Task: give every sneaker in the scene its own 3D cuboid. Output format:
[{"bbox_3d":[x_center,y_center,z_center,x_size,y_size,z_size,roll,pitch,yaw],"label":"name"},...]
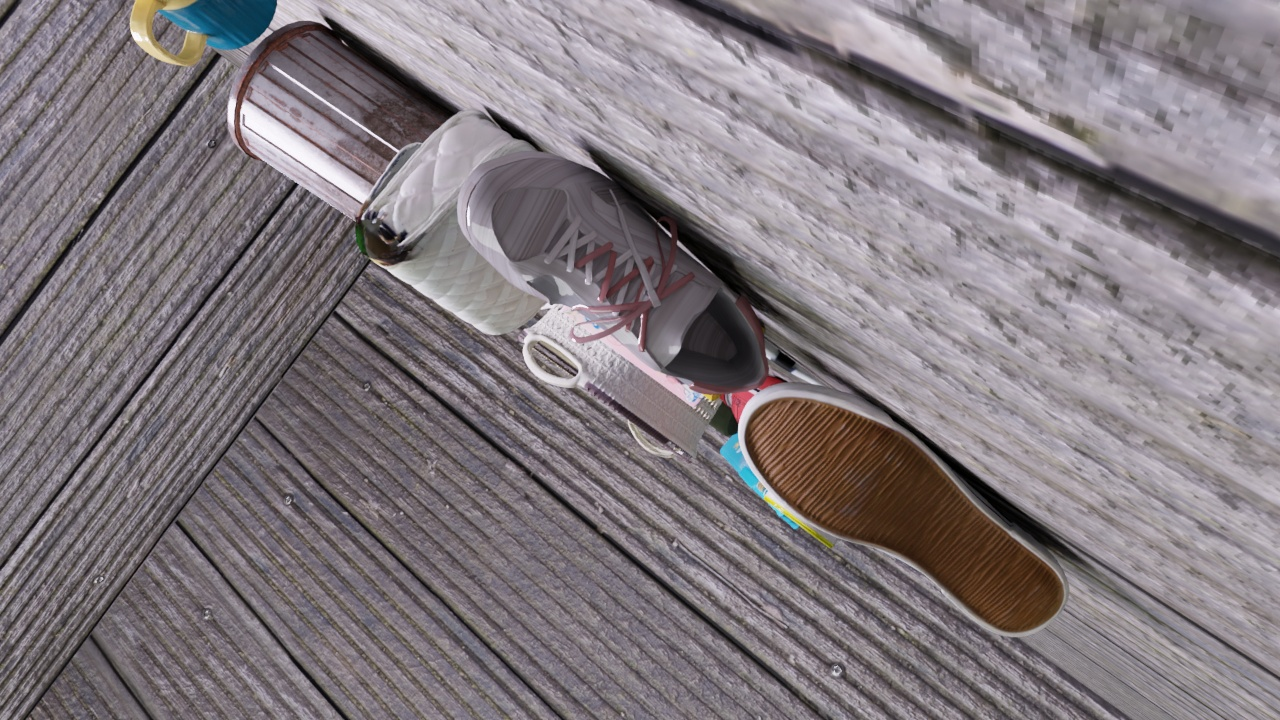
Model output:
[{"bbox_3d":[0.201,0.105,0.741,0.294,0.121,0.127,33,-162,-10],"label":"sneaker"},{"bbox_3d":[-0.002,-0.046,0.571,0.236,0.099,0.089,30,-177,-33],"label":"sneaker"}]

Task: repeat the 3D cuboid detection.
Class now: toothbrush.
[{"bbox_3d":[0.107,-0.003,0.745,0.187,0.017,0.012,36,147,3],"label":"toothbrush"}]

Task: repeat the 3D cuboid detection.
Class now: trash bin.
[{"bbox_3d":[-0.237,-0.186,0.783,0.211,0.131,0.131,34,177,9],"label":"trash bin"}]

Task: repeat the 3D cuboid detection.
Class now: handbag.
[{"bbox_3d":[-0.123,-0.102,0.720,0.072,0.139,0.195,43,179,24],"label":"handbag"}]

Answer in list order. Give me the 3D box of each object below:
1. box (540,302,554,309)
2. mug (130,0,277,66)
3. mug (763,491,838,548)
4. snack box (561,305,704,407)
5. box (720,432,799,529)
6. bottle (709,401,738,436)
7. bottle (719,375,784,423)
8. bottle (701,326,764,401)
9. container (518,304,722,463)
[{"bbox_3d":[-0.146,-0.127,1.148,0.111,0.101,0.189,40,170,-39],"label":"box"},{"bbox_3d":[-0.337,-0.275,0.678,0.083,0.113,0.107,13,176,8],"label":"mug"},{"bbox_3d":[0.186,0.119,0.911,0.082,0.106,0.082,36,177,2],"label":"mug"},{"bbox_3d":[0.012,-0.033,0.812,0.154,0.033,0.088,36,138,-1],"label":"snack box"},{"bbox_3d":[0.166,0.119,1.091,0.039,0.094,0.227,40,-178,-18],"label":"box"},{"bbox_3d":[0.054,0.015,1.182,0.207,0.071,0.071,35,177,29],"label":"bottle"},{"bbox_3d":[0.136,0.054,0.892,0.062,0.062,0.177,38,177,-34],"label":"bottle"},{"bbox_3d":[0.010,-0.042,0.723,0.164,0.071,0.071,36,178,14],"label":"bottle"},{"bbox_3d":[-0.006,0.006,1.028,0.185,0.143,0.251,36,178,37],"label":"container"}]
